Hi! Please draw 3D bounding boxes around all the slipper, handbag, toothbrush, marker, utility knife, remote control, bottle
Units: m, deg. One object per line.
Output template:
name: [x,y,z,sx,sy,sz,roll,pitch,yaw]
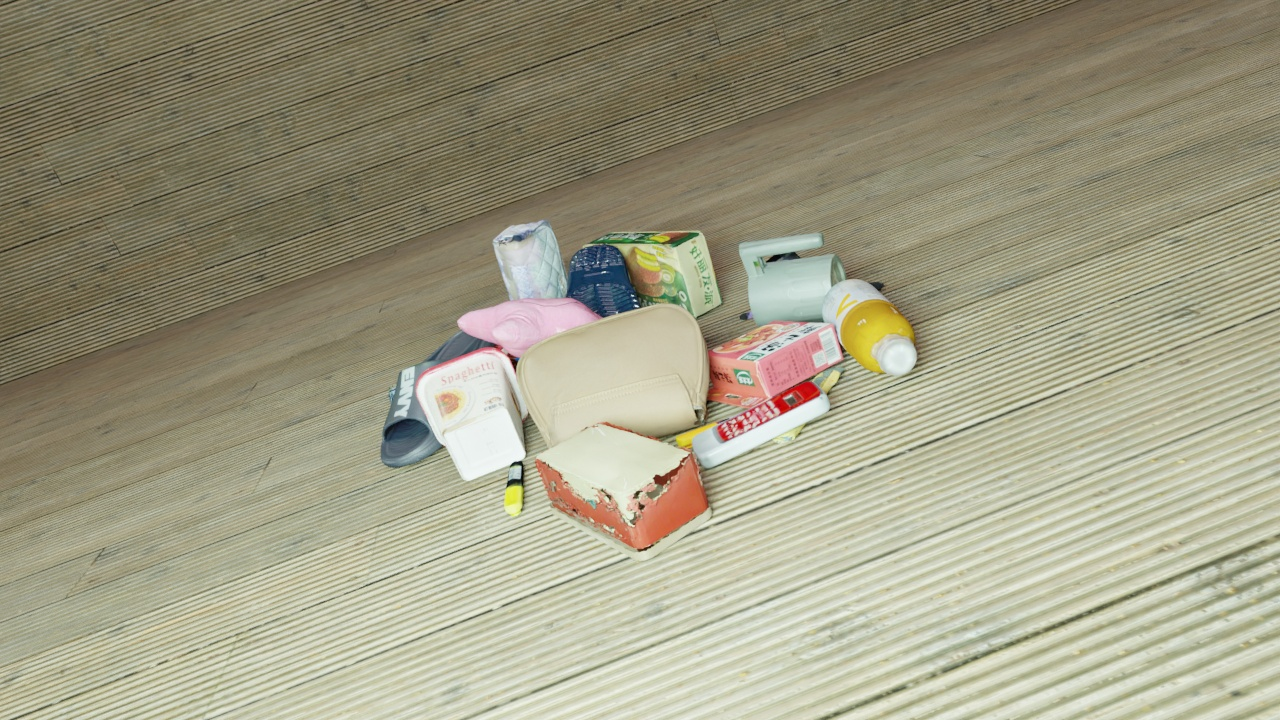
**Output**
slipper: [-0.052,-0.068,1.279,0.105,0.095,0.252,-13,40,-1]
slipper: [-0.277,0.028,1.195,0.111,0.083,0.267,-17,33,30]
handbag: [-0.144,-0.102,1.319,0.076,0.194,0.134,-10,21,18]
toothbrush: [0.219,-0.077,1.185,0.189,0.014,0.016,-13,13,19]
marker: [-0.130,0.130,0.952,0.018,0.015,0.124,-19,16,-1]
handbag: [-0.023,0.028,0.983,0.204,0.100,0.147,-15,56,6]
utility knife: [0.168,0.043,0.912,0.031,0.018,0.151,-12,24,37]
remote control: [0.113,0.060,0.877,0.136,0.020,0.056,-26,19,3]
bottle: [0.241,-0.033,0.960,0.068,0.068,0.189,-18,19,4]
marker: [0.095,0.063,0.921,0.123,0.015,0.018,-19,16,-7]

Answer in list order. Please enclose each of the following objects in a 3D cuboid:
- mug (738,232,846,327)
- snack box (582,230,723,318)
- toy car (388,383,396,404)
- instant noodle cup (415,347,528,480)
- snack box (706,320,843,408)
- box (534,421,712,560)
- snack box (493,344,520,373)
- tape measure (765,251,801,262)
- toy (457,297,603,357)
mug: [0.187,-0.098,1.113,0.104,0.124,0.083,-6,41,27]
snack box: [0.013,-0.130,1.368,0.063,0.114,0.240,-29,21,-29]
toy car: [-0.326,0.043,1.320,0.031,0.049,0.105,-14,21,20]
instant noodle cup: [-0.187,0.065,1.053,0.116,0.117,0.124,-21,32,-6]
snack box: [0.132,0.001,0.990,0.127,0.044,0.113,-26,15,-22]
box: [-0.023,0.105,0.819,0.091,0.079,0.168,-28,21,-27]
snack box: [-0.132,0.007,1.223,0.058,0.057,0.208,-36,26,-34]
tape measure: [0.191,-0.110,1.220,0.066,0.066,0.033,-47,17,1]
toy: [-0.122,-0.041,1.108,0.194,0.074,0.178,2,9,-13]
